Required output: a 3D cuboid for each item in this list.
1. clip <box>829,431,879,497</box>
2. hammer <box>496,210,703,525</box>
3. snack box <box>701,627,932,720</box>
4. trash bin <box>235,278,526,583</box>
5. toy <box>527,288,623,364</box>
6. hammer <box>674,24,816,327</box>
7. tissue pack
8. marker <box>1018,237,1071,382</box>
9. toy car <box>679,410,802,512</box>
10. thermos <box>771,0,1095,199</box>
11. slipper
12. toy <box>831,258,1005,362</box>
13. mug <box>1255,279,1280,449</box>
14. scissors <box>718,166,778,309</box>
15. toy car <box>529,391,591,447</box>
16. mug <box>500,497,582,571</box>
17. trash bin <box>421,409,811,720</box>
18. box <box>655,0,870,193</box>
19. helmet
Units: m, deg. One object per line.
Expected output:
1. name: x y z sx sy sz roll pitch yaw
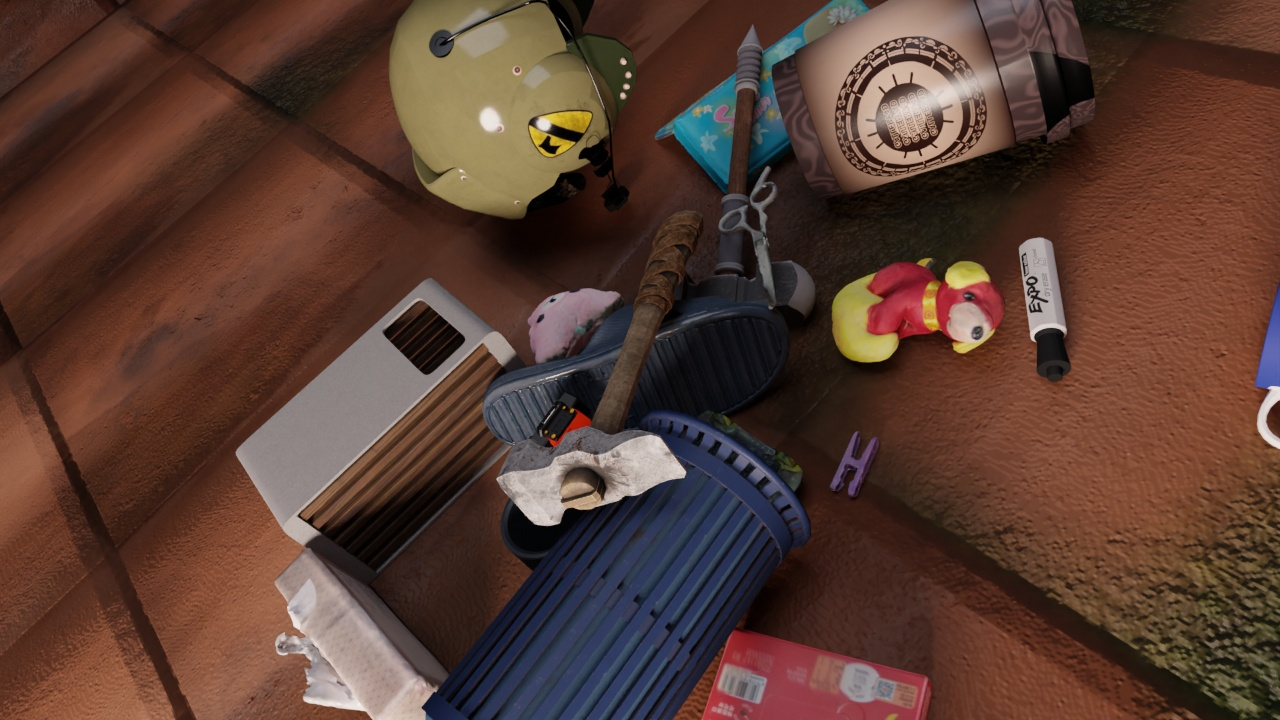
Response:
1. clip: 0.161 0.078 0.673 0.053 0.013 0.037 -48 48 -10
2. hammer: 0.001 -0.017 0.654 0.122 0.049 0.317 -20 31 30
3. snack box: 0.106 0.226 0.575 0.133 0.021 0.089 6 58 30
4. trash bin: -0.212 0.059 0.806 0.228 0.114 0.114 -44 48 -11
5. toy: -0.072 -0.036 0.855 0.099 0.053 0.096 -43 35 -13
6. hammer: 0.090 -0.177 0.840 0.156 0.043 0.321 -3 67 25
7. tissue pack: -0.209 0.220 0.687 0.071 0.104 0.181 -47 49 -10
8. marker: 0.301 -0.038 0.683 0.025 0.025 0.125 -7 52 22
9. toy car: 0.075 0.080 0.699 0.105 0.033 0.048 32 71 36
10. thermos: 0.241 -0.238 0.783 0.227 0.173 0.172 -18 48 21
11. slipper: -0.005 0.004 0.765 0.264 0.101 0.082 -17 32 15
12. toy: 0.213 -0.042 0.713 0.138 0.067 0.105 -2 50 41
13. mug: 0.425 0.005 0.562 0.076 0.075 0.112 14 88 34
14. scissors: 0.104 -0.104 0.742 0.090 0.014 0.171 -42 35 7
15. toy car: -0.041 0.072 0.719 0.049 0.100 0.051 20 67 44
16. mug: -0.063 0.123 0.705 0.071 0.077 0.105 -34 47 -1
17. trash bin: -0.016 0.169 0.586 0.139 0.139 0.249 21 61 37
18. box: 0.129 -0.285 0.934 0.227 0.083 0.172 -38 47 -4
19. helmet: -0.121 -0.252 0.895 0.233 0.256 0.250 -24 46 4
